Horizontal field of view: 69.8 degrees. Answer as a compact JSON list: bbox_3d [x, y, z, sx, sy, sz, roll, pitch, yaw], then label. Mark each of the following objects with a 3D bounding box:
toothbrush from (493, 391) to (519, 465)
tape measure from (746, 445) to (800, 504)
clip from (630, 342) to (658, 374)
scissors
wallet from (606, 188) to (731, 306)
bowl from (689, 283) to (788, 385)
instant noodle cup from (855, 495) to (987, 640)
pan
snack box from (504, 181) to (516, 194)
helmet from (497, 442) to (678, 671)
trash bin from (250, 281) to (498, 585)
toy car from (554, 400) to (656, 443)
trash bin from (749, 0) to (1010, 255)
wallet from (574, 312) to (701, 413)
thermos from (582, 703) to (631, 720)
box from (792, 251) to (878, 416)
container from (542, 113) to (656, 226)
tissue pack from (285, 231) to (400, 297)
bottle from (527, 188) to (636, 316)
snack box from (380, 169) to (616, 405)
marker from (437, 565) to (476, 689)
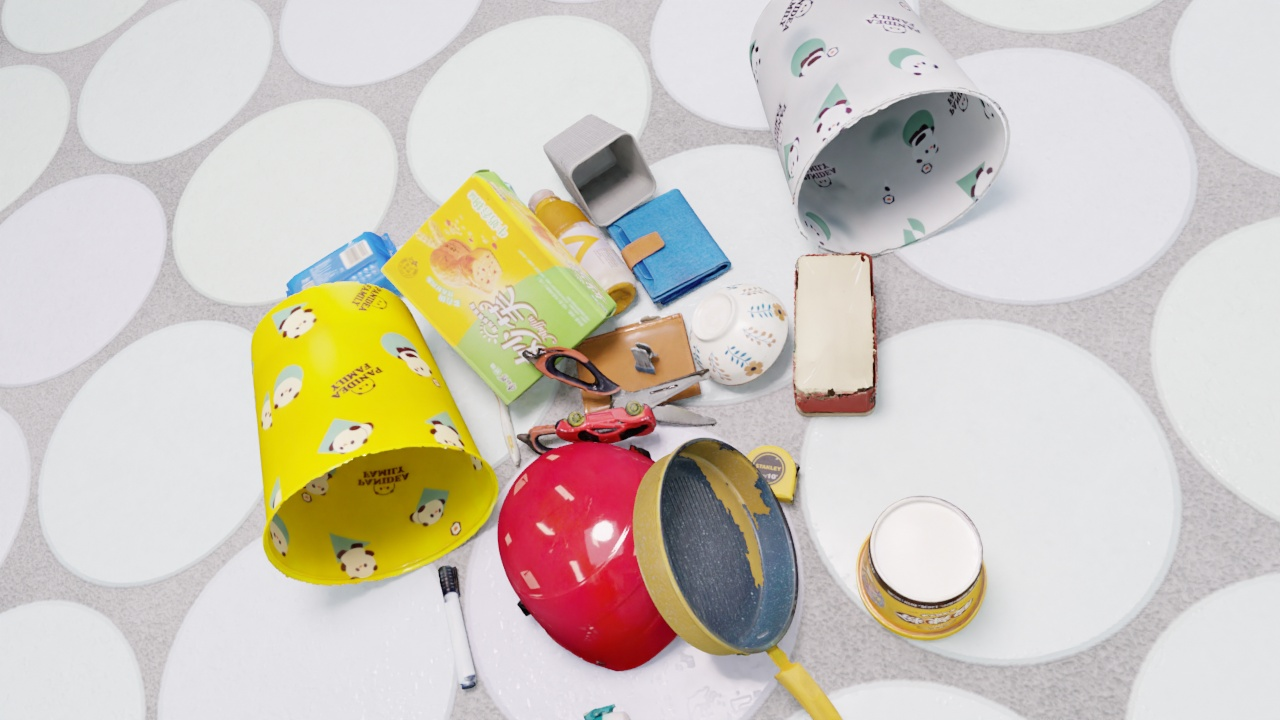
[{"bbox_3d":[-0.167,0.039,1.064,0.018,0.016,0.191,-27,60,13],"label":"toothbrush"},{"bbox_3d":[0.132,0.117,0.939,0.060,0.029,0.057,6,67,18],"label":"tape measure"},{"bbox_3d":[0.003,-0.005,0.984,0.027,0.058,0.045,15,73,13],"label":"clip"},{"bbox_3d":[-0.034,0.047,0.988,0.226,0.015,0.189,32,111,-9],"label":"scissors"},{"bbox_3d":[0.030,-0.136,1.088,0.106,0.040,0.133,-27,59,-5],"label":"wallet"},{"bbox_3d":[0.095,-0.036,0.981,0.114,0.062,0.113,-24,51,33],"label":"bowl"},{"bbox_3d":[0.254,0.182,0.826,0.118,0.114,0.118,-6,63,11],"label":"instant noodle cup"},{"bbox_3d":[0.114,0.236,0.820,0.078,0.197,0.357,-27,81,37],"label":"pan"},{"bbox_3d":[-0.201,-0.132,1.124,0.052,0.074,0.174,15,69,21],"label":"snack box"},{"bbox_3d":[-0.050,0.169,0.899,0.240,0.144,0.206,33,78,27],"label":"helmet"},{"bbox_3d":[-0.298,0.067,0.975,0.229,0.230,0.255,-28,55,0],"label":"trash bin"},{"bbox_3d":[-0.037,0.070,0.960,0.106,0.049,0.031,-8,64,5],"label":"toy car"},{"bbox_3d":[0.241,-0.283,1.007,0.230,0.230,0.251,-18,56,5],"label":"trash bin"},{"bbox_3d":[-0.006,0.006,1.029,0.132,0.031,0.107,-15,63,5],"label":"wallet"},{"bbox_3d":[-0.104,0.394,0.842,0.224,0.073,0.073,-28,61,0],"label":"thermos"},{"bbox_3d":[0.202,-0.032,0.965,0.091,0.080,0.168,-1,64,13],"label":"box"},{"bbox_3d":[-0.054,-0.236,1.115,0.090,0.090,0.114,-35,39,-6],"label":"container"},{"bbox_3d":[-0.372,-0.094,1.163,0.157,0.052,0.095,-33,59,-3],"label":"tissue pack"},{"bbox_3d":[-0.076,-0.133,1.095,0.068,0.068,0.189,-34,61,-4],"label":"bottle"},{"bbox_3d":[-0.153,-0.080,1.007,0.158,0.070,0.210,-41,94,16],"label":"snack box"},{"bbox_3d":[-0.189,0.274,0.952,0.022,0.018,0.130,-18,60,-5],"label":"marker"}]
